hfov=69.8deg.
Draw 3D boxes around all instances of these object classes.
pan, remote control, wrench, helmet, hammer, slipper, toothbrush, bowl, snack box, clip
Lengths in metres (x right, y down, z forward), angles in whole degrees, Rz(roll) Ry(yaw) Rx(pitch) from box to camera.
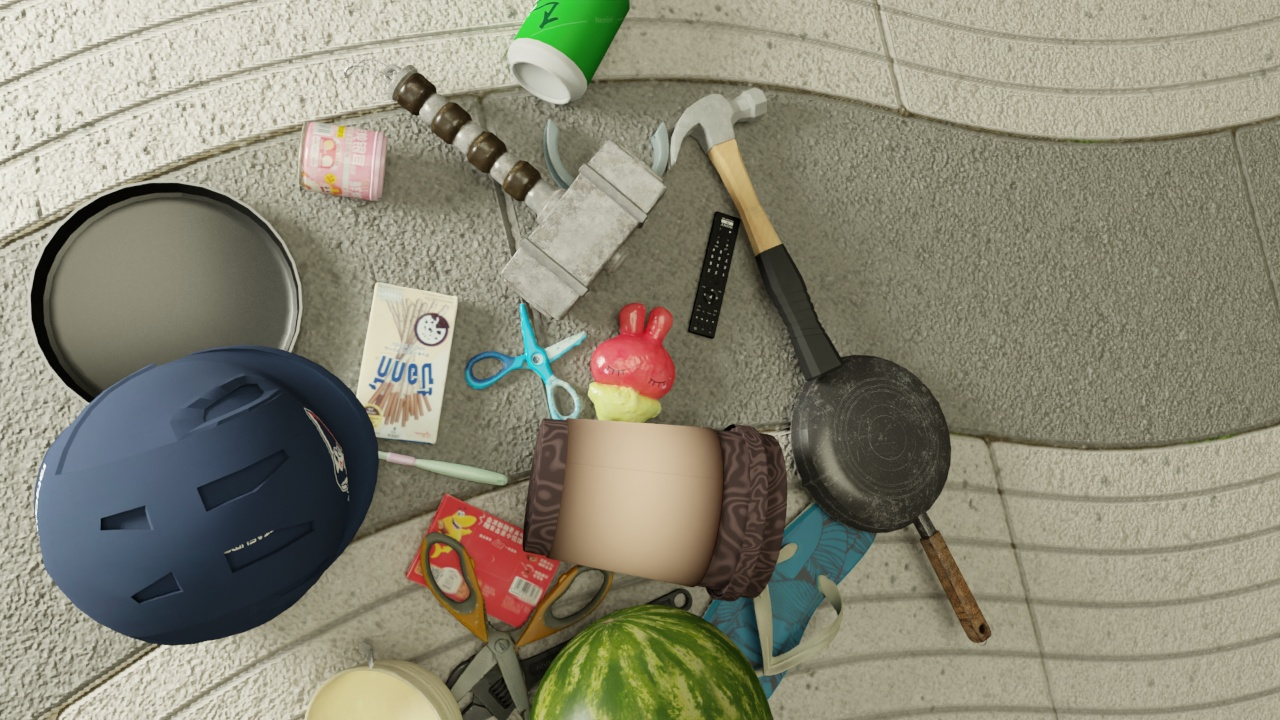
[{"bbox_3d":[0.301,0.156,1.014,0.207,0.040,0.357,-28,86,-24],"label":"pan"},{"bbox_3d":[0.082,-0.094,1.010,0.030,0.009,0.140,16,81,-14],"label":"remote control"},{"bbox_3d":[-0.069,0.293,0.928,0.272,0.018,0.073,-20,91,-18],"label":"wrench"},{"bbox_3d":[-0.337,0.107,0.754,0.271,0.224,0.232,-28,107,-41],"label":"helmet"},{"bbox_3d":[0.133,-0.134,1.002,0.131,0.039,0.328,-23,87,-16],"label":"hammer"},{"bbox_3d":[0.012,0.344,0.835,0.247,0.214,0.242,67,29,-15],"label":"helmet"},{"bbox_3d":[0.157,0.255,0.976,0.118,0.060,0.294,44,75,-5],"label":"slipper"},{"bbox_3d":[-0.238,0.255,0.795,0.010,0.182,0.010,27,71,-10],"label":"toothbrush"},{"bbox_3d":[-0.221,0.336,0.835,0.151,0.075,0.151,2,98,17],"label":"bowl"},{"bbox_3d":[-0.231,0.004,0.901,0.082,0.026,0.150,10,82,-15],"label":"snack box"},{"bbox_3d":[-0.144,-0.200,0.907,0.326,0.079,0.177,39,92,-4],"label":"hammer"},{"bbox_3d":[-0.152,0.200,0.908,0.133,0.021,0.089,28,78,-12],"label":"snack box"},{"bbox_3d":[-0.029,-0.207,0.981,0.164,0.032,0.165,45,76,-7],"label":"clip"},{"bbox_3d":[-0.386,-0.004,0.852,0.225,0.034,0.356,-45,98,-15],"label":"pan"},{"bbox_3d":[-0.206,0.103,0.905,0.154,0.015,0.022,15,111,-15],"label":"toothbrush"}]

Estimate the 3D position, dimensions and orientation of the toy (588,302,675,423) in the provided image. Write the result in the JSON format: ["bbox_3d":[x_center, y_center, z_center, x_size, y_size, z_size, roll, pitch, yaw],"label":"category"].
[{"bbox_3d":[-0.006,0.006,0.956,0.091,0.045,0.135,19,86,-16],"label":"toy"}]

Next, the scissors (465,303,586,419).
[{"bbox_3d":[-0.114,0.008,0.943,0.139,0.011,0.134,-14,92,-16],"label":"scissors"}]

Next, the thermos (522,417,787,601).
[{"bbox_3d":[0.008,0.135,0.892,0.226,0.173,0.172,9,82,-9],"label":"thermos"}]

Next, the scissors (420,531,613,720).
[{"bbox_3d":[-0.124,0.253,0.892,0.229,0.016,0.225,-24,95,-14],"label":"scissors"}]

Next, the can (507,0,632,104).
[{"bbox_3d":[-0.072,-0.343,0.948,0.088,0.088,0.139,29,78,-12],"label":"can"}]

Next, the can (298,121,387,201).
[{"bbox_3d":[-0.285,-0.191,0.882,0.076,0.067,0.067,6,83,-15],"label":"can"}]
